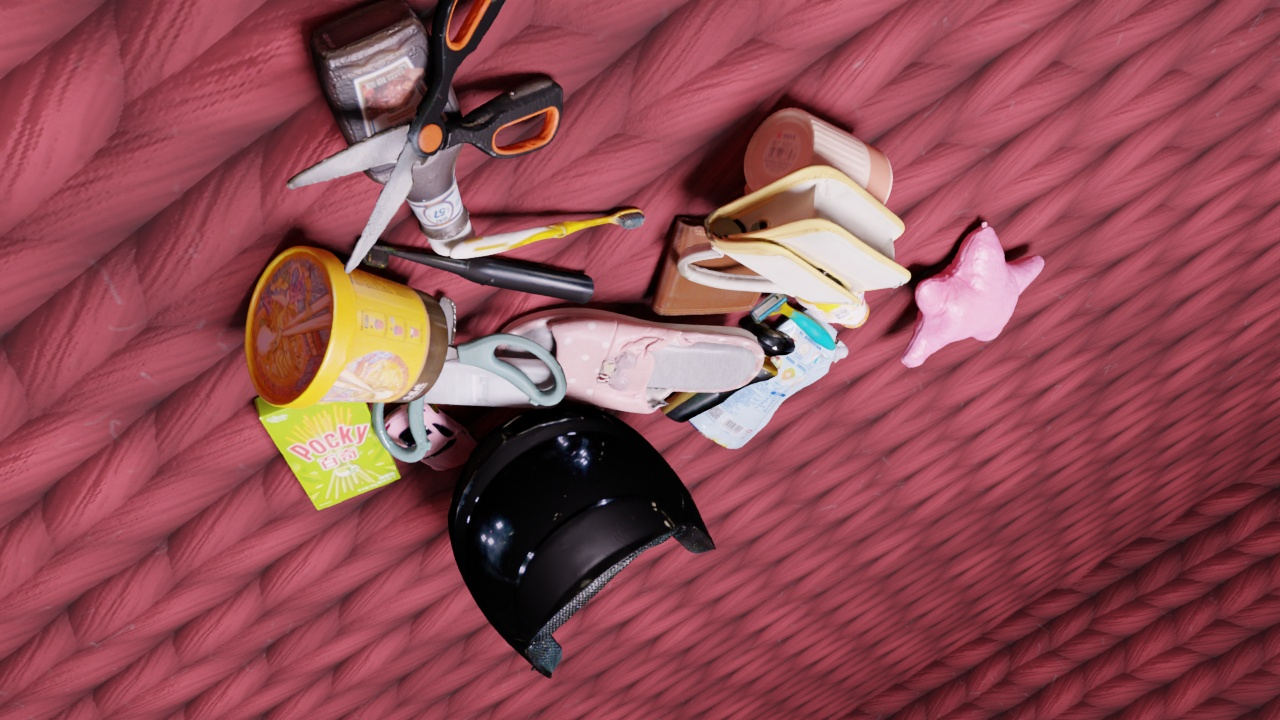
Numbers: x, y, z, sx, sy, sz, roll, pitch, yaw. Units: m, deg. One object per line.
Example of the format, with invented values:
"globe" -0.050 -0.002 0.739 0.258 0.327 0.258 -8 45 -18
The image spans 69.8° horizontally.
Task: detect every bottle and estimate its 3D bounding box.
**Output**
"bottle" 0.203 -0.069 0.960 0.063 0.063 0.108 -40 142 15
"bottle" -0.159 -0.150 0.641 0.079 0.044 0.195 -29 146 -12

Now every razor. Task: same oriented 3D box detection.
"razor" 0.169 -0.039 0.971 0.043 0.028 0.132 -41 137 24
"razor" 0.090 0.015 1.000 0.168 0.067 0.062 -36 165 25

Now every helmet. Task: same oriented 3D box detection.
"helmet" -0.076 0.156 0.914 0.233 0.230 0.275 -35 -172 -8

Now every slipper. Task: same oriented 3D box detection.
"slipper" -0.005 0.005 0.886 0.274 0.054 0.114 4 136 -20

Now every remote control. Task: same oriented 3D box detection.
"remote control" -0.141 0.019 0.840 0.136 0.020 0.056 3 137 -6

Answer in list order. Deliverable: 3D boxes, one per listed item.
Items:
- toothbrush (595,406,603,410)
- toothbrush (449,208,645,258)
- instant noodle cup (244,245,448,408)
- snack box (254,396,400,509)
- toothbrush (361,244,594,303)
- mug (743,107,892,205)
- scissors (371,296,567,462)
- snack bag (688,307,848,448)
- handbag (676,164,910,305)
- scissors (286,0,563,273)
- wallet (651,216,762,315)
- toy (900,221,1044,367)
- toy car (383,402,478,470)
"toothbrush" -0.045 0.033 0.960 0.016 0.016 0.180 -10 140 -14
"toothbrush" -0.069 -0.102 0.745 0.190 0.018 0.016 -18 140 -37
"instant noodle cup" -0.221 -0.019 0.704 0.119 0.118 0.114 -47 149 23
"snack box" -0.283 0.075 0.844 0.085 0.026 0.157 -20 143 -13
"toothbrush" -0.131 -0.074 0.764 0.212 0.027 0.026 7 162 -39
"mug" 0.143 -0.160 0.808 0.105 0.081 0.115 13 156 -41
"scissors" -0.154 0.028 0.814 0.170 0.019 0.172 14 115 -10
"snack bag" 0.148 0.023 1.053 0.110 0.038 0.191 34 112 -31
"handbag" 0.125 -0.087 0.799 0.179 0.063 0.163 -17 154 37
"scissors" -0.129 -0.165 0.597 0.220 0.022 0.228 -16 128 -52
"wallet" 0.075 -0.092 0.878 0.124 0.032 0.101 -4 134 -30
"toy" 0.389 -0.082 1.062 0.194 0.074 0.179 -17 132 -21
"toy car" -0.202 0.076 0.892 0.056 0.037 0.122 -32 145 7
